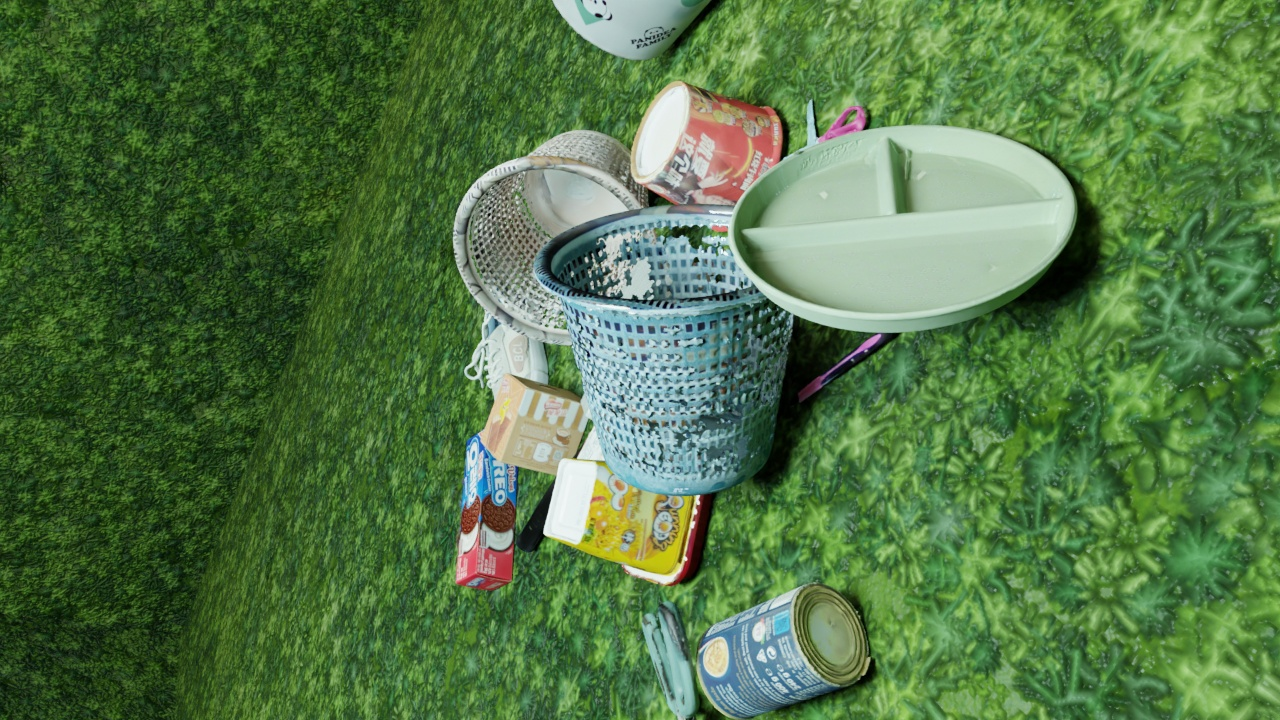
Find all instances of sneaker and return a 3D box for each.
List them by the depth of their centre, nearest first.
[{"bbox_3d":[-0.187,-0.003,1.263,0.090,0.090,0.241,-44,41,41],"label":"sneaker"}]

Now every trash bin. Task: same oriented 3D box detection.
[{"bbox_3d":[0.034,-0.005,0.770,0.226,0.226,0.195,-132,33,-56],"label":"trash bin"},{"bbox_3d":[-0.078,-0.161,1.053,0.228,0.227,0.191,-50,15,33],"label":"trash bin"},{"bbox_3d":[0.022,-0.508,1.073,0.253,0.229,0.229,-41,41,49],"label":"trash bin"}]

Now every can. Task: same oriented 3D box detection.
[{"bbox_3d":[0.104,0.216,0.680,0.111,0.075,0.075,-40,43,43],"label":"can"}]

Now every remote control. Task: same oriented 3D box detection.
[{"bbox_3d":[-0.044,0.033,1.022,0.058,0.021,0.150,-63,6,1],"label":"remote control"}]

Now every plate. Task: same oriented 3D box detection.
[{"bbox_3d":[0.177,-0.096,0.640,0.230,0.027,0.229,-10,41,9],"label":"plate"}]

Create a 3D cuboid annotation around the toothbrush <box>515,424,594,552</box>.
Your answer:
[{"bbox_3d":[-0.090,0.143,1.091,0.026,0.027,0.213,37,111,12],"label":"toothbrush"}]

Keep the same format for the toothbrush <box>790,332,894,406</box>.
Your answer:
[{"bbox_3d":[0.183,-0.009,0.738,0.190,0.017,0.014,-45,39,44],"label":"toothbrush"}]

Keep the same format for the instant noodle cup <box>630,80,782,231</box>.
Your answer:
[{"bbox_3d":[0.062,-0.213,0.940,0.138,0.108,0.137,-39,42,47],"label":"instant noodle cup"}]

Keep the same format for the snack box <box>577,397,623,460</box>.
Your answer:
[{"bbox_3d":[-0.044,0.118,1.026,0.154,0.026,0.075,-61,31,17],"label":"snack box"}]

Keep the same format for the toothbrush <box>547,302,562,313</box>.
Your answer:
[{"bbox_3d":[-0.069,-0.066,1.165,0.026,0.026,0.221,-52,26,-17],"label":"toothbrush"}]

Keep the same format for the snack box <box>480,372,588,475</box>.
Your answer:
[{"bbox_3d":[-0.127,0.078,1.117,0.077,0.092,0.094,28,99,60],"label":"snack box"}]

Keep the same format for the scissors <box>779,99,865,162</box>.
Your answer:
[{"bbox_3d":[0.165,-0.199,0.865,0.136,0.017,0.133,-36,42,51],"label":"scissors"}]

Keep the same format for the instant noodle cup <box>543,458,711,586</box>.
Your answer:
[{"bbox_3d":[-0.015,0.144,0.867,0.116,0.123,0.116,-3,72,58],"label":"instant noodle cup"}]

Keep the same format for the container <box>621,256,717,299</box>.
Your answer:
[{"bbox_3d":[0.035,-0.051,0.929,0.090,0.090,0.114,-58,29,22],"label":"container"}]

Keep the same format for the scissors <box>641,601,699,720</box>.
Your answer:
[{"bbox_3d":[0.026,0.253,0.772,0.174,0.019,0.170,-119,20,-59],"label":"scissors"}]

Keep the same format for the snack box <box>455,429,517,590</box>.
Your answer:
[{"bbox_3d":[-0.201,0.194,1.214,0.058,0.057,0.207,-34,47,43],"label":"snack box"}]
